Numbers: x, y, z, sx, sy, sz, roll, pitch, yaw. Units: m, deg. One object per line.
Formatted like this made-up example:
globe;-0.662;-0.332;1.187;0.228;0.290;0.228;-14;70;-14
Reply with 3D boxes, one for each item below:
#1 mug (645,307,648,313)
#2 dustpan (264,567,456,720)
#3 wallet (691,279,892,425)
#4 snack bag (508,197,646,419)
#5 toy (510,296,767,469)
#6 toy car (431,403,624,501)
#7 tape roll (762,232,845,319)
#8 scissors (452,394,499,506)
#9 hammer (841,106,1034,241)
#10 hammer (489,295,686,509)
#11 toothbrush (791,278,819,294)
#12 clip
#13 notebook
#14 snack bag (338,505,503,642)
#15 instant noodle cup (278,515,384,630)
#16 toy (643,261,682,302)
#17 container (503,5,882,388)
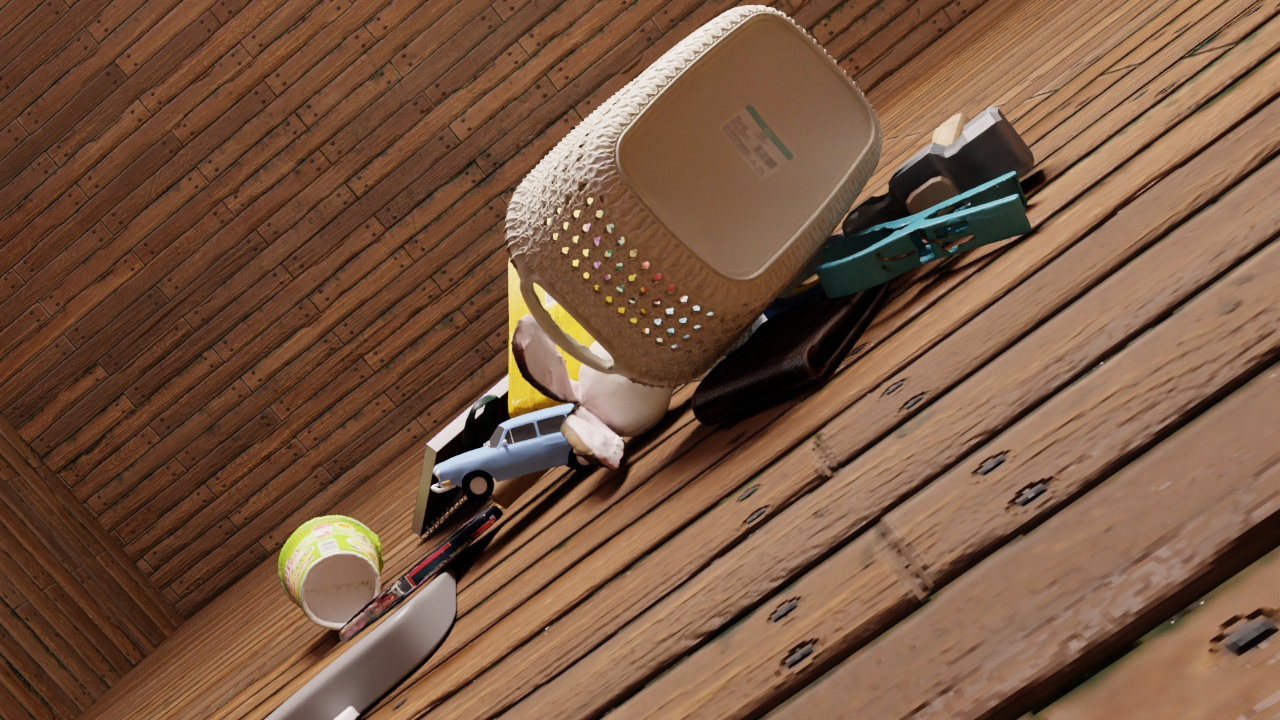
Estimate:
mug;-0.015;-0.009;0.954;0.090;0.073;0.105;-33;-17;36
dustpan;-0.188;0.209;0.582;0.163;0.033;0.258;-39;-2;-9
wallet;0.094;-0.011;0.570;0.100;0.031;0.119;-26;13;47
snack bag;-0.068;-0.044;0.890;0.068;0.247;0.160;16;-28;-41
toy;0.009;-0.002;0.695;0.205;0.131;0.106;-30;-15;-20
toy car;-0.091;0.071;0.724;0.153;0.055;0.056;-14;1;-14
tape roll;0.128;-0.060;0.672;0.093;0.016;0.091;-24;23;35
scissors;-0.146;0.066;0.957;0.201;0.015;0.204;-56;-11;-8
hammer;0.236;-0.155;0.711;0.118;0.051;0.321;-37;4;29
hammer;-0.005;0.004;0.782;0.328;0.098;0.052;-45;10;-2
toothbrush;0.111;-0.045;0.727;0.136;0.021;0.016;-30;7;30
clip;0.157;-0.064;0.519;0.127;0.028;0.113;-17;15;36
notebook;-0.167;0.084;1.007;0.208;0.022;0.172;-45;-16;-42
snack bag;-0.168;0.162;0.719;0.075;0.018;0.155;-40;-3;24
instant noodle cup;-0.286;0.203;0.860;0.098;0.099;0.108;-40;15;-17
toy;0.065;-0.094;0.931;0.192;0.097;0.237;-18;6;-12
container;0.042;-0.112;0.605;0.245;0.184;0.143;-49;7;-27
